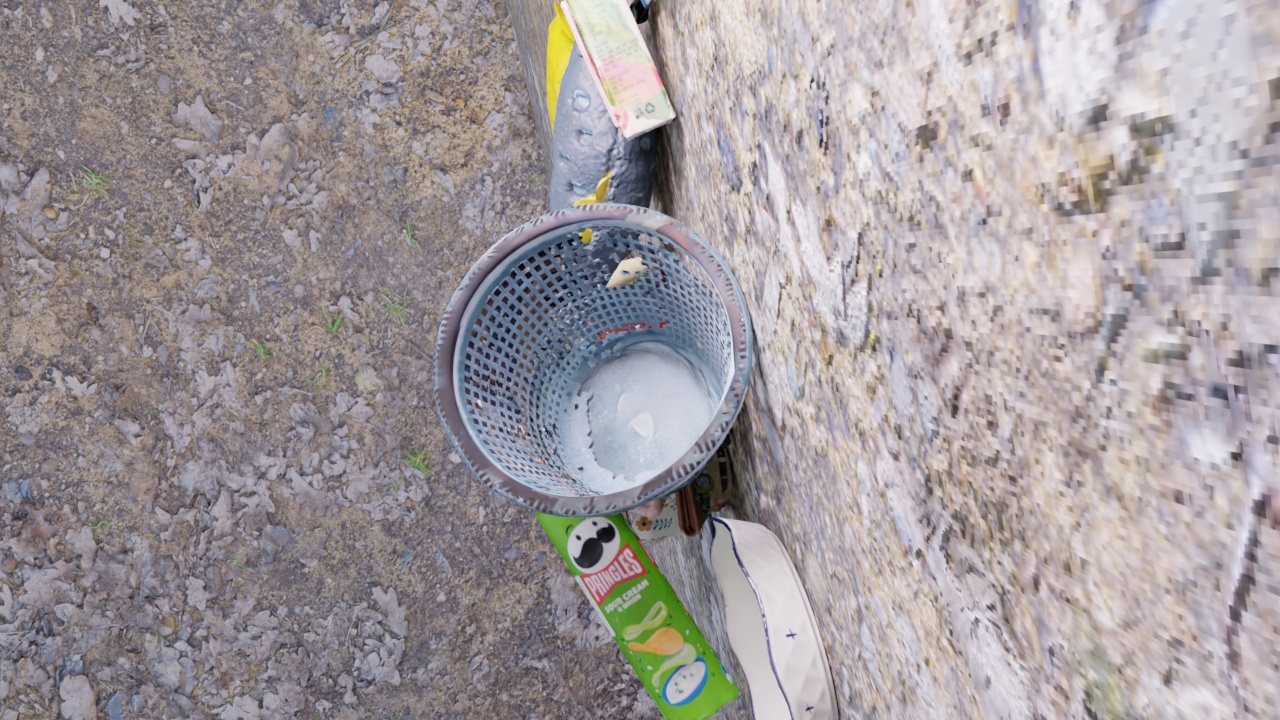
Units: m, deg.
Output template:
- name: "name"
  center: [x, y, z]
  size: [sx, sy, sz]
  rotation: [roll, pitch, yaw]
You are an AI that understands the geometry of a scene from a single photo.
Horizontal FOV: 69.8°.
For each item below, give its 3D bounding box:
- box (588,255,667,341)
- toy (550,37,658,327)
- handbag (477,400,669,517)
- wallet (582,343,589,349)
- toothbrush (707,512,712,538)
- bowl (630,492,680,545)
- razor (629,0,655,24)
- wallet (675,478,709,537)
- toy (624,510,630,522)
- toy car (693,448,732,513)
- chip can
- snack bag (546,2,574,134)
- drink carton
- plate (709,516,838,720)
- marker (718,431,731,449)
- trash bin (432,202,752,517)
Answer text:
- name: "box"
  center: [-0.022, -0.072, 0.994]
  size: [0.168, 0.091, 0.079]
  rotation: [-124, 18, -74]
- name: "toy"
  center: [-0.039, -0.171, 0.810]
  size: [0.138, 0.091, 0.357]
  rotation: [-125, 35, -54]
- name: "handbag"
  center: [-0.078, 0.085, 0.951]
  size: [0.193, 0.234, 0.093]
  rotation: [76, -153, -69]
- name: "wallet"
  center: [-0.006, 0.006, 0.967]
  size: [0.133, 0.106, 0.040]
  rotation: [-124, 35, -75]
- name: "toothbrush"
  center: [0.070, 0.124, 0.965]
  size: [0.016, 0.018, 0.191]
  rotation: [-57, -44, -83]
- name: "bowl"
  center: [0.029, 0.190, 1.179]
  size: [0.113, 0.062, 0.113]
  rotation: [28, -93, -86]
- name: "razor"
  center: [0.003, -0.261, 0.652]
  size: [0.142, 0.022, 0.042]
  rotation: [-96, -17, -81]
- name: "wallet"
  center: [0.051, 0.103, 0.903]
  size: [0.101, 0.020, 0.115]
  rotation: [-34, -65, -71]
- name: "toy"
  center: [-0.023, 0.118, 1.164]
  size: [0.246, 0.090, 0.227]
  rotation: [-56, -25, -56]
- name: "toy car"
  center: [0.064, 0.094, 0.843]
  size: [0.042, 0.035, 0.090]
  rotation: [92, 171, -71]
- name: "chip can"
  center: [-0.006, 0.210, 0.806]
  size: [0.236, 0.072, 0.072]
  rotation: [56, 170, 11]
- name: "snack bag"
  center: [-0.064, -0.266, 1.063]
  size: [0.158, 0.068, 0.247]
  rotation: [-110, 9, -46]
- name: "drink carton"
  center: [-0.018, -0.229, 0.690]
  size: [0.053, 0.045, 0.122]
  rotation: [-95, -20, -79]
- name: "plate"
  center: [0.103, 0.220, 0.719]
  size: [0.205, 0.045, 0.205]
  rotation: [166, 91, -84]
- name: "marker"
  center: [0.056, 0.029, 0.836]
  size: [0.023, 0.018, 0.130]
  rotation: [-47, 40, 28]
- name: "trash bin"
  center: [-0.018, 0.021, 0.715]
  size: [0.195, 0.227, 0.226]
  rotation: [54, -161, -69]
